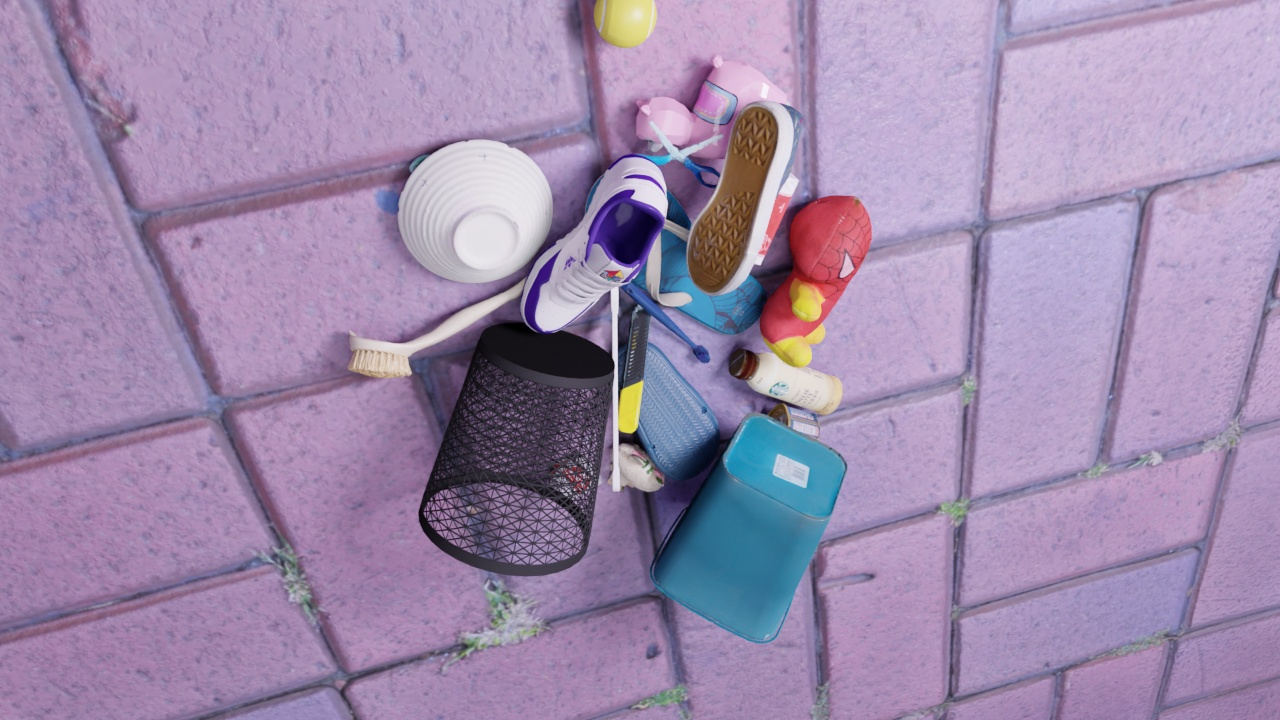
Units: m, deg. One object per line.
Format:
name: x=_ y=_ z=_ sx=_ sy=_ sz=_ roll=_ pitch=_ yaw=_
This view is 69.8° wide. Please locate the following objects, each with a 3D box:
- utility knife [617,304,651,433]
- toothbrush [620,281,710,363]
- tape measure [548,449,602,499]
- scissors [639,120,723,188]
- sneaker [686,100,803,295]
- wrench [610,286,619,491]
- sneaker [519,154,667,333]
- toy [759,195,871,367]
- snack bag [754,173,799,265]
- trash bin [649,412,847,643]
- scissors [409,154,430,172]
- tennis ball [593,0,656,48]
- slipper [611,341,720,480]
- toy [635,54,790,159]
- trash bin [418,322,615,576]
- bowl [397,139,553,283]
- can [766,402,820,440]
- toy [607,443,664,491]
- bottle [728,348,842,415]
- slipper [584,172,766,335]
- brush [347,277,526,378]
utility knife: x=-0.007 y=0.007 z=1.165 sx=0.029 sy=0.020 sz=0.174 roll=8 pitch=101 yaw=-5
toothbrush: x=0.036 y=-0.045 z=1.159 sx=0.016 sy=0.017 sz=0.190 roll=-36 pitch=135 yaw=15
tape measure: x=-0.092 y=0.159 z=1.269 sx=0.062 sy=0.020 sz=0.060 roll=-32 pitch=123 yaw=6
scissors: x=0.043 y=-0.225 z=1.026 sx=0.128 sy=0.014 sz=0.133 roll=-21 pitch=141 yaw=36
sneaker: x=0.124 y=-0.176 z=1.019 sx=0.079 sy=0.087 sz=0.236 roll=-22 pitch=142 yaw=-43
wrench: x=-0.032 y=0.030 z=1.143 sx=0.009 sy=0.047 sz=0.273 roll=-1 pitch=99 yaw=-3
sneaker: x=-0.048 y=-0.106 z=1.024 sx=0.091 sy=0.111 sz=0.245 roll=26 pitch=116 yaw=-25
toy: x=0.216 y=-0.106 z=1.136 sx=0.099 sy=0.147 sz=0.217 roll=20 pitch=118 yaw=6
snack bag: x=0.140 y=-0.180 z=1.094 sx=0.036 sy=0.077 sz=0.116 roll=12 pitch=116 yaw=-23
trash bin: x=0.153 y=0.212 z=1.217 sx=0.196 sy=0.198 sz=0.219 roll=27 pitch=126 yaw=8
scissors: x=-0.206 y=-0.193 z=1.033 sx=0.125 sy=0.011 sz=0.127 roll=-35 pitch=125 yaw=7
tennis ball: x=-0.016 y=-0.359 z=0.953 sx=0.065 sy=0.065 sz=0.065 roll=-7 pitch=121 yaw=-11
slipper: x=0.033 y=0.063 z=1.224 sx=0.104 sy=0.059 sz=0.214 roll=-30 pitch=108 yaw=2
toy: x=0.077 y=-0.278 z=1.027 sx=0.157 sy=0.067 sz=0.123 roll=14 pitch=114 yaw=-17
trash bin: x=-0.139 y=0.097 z=1.118 sx=0.216 sy=0.217 sz=0.244 roll=9 pitch=111 yaw=-20
bowl: x=-0.176 y=-0.149 z=1.021 sx=0.177 sy=0.071 sz=0.178 roll=-10 pitch=127 yaw=-14
can: x=0.200 y=0.107 z=1.284 sx=0.059 sy=0.053 sz=0.100 roll=15 pitch=136 yaw=-24
toy: x=-0.007 y=0.149 z=1.262 sx=0.087 sy=0.112 sz=0.050 roll=40 pitch=67 yaw=-11
bottle: x=0.196 y=0.026 z=1.245 sx=0.162 sy=0.056 sz=0.057 roll=19 pitch=113 yaw=-24
slipper: x=0.048 y=-0.115 z=1.121 sx=0.294 sy=0.060 sz=0.118 roll=35 pitch=109 yaw=-29
brush: x=-0.221 y=-0.048 z=1.093 sx=0.272 sy=0.062 sz=0.077 roll=-24 pitch=96 yaw=-5
